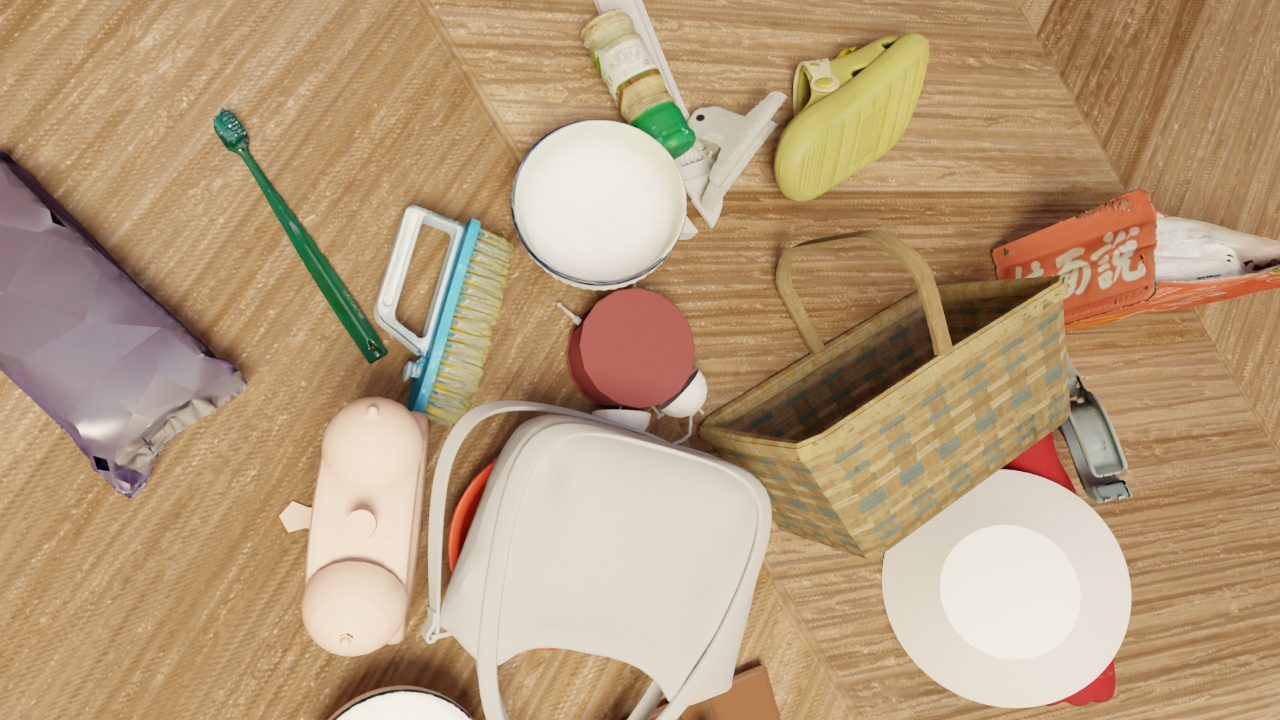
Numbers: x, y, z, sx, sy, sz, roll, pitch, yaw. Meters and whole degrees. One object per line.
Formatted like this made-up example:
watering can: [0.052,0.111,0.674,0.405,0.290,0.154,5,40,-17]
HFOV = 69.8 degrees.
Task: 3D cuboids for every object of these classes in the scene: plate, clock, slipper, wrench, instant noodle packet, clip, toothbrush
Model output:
plate: [0.267,0.167,0.669,0.174,0.036,0.174,-2,82,15]
clock: [-0.004,0.004,0.647,0.087,0.044,0.124,-22,89,-21]
slipper: [0.153,-0.195,0.722,0.082,0.092,0.190,31,56,29]
wrench: [-0.007,-0.222,0.698,0.086,0.018,0.273,-22,87,-21]
instant noodle packet: [0.427,-0.062,0.740,0.220,0.165,0.084,3,78,-18]
clip: [0.066,-0.163,0.689,0.101,0.054,0.057,-54,134,-23]
clock: [-0.162,0.091,0.517,0.086,0.161,0.131,7,79,-17]
toothbrush: [-0.223,-0.081,0.601,0.016,0.017,0.190,-34,93,-20]
clip: [0.342,0.061,0.710,0.028,0.163,0.106,-15,120,17]

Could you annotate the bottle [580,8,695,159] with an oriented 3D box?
bottle: [-0.002,-0.197,0.662,0.043,0.043,0.111,-27,87,-21]

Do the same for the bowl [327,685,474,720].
bowl: [-0.148,0.251,0.549,0.113,0.063,0.113,3,80,-18]

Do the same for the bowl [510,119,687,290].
bowl: [-0.029,-0.100,0.639,0.118,0.062,0.118,1,78,-3]

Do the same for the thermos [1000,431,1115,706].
thermos: [0.314,0.141,0.718,0.073,0.073,0.239,-2,81,-19]

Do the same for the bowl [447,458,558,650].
bowl: [-0.064,0.122,0.607,0.130,0.045,0.130,3,80,-18]

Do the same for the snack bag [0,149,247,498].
snack bag: [-0.337,-0.025,0.532,0.205,0.058,0.096,45,70,-6]

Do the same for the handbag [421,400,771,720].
handbag: [-0.037,0.149,0.561,0.215,0.096,0.222,17,89,-14]

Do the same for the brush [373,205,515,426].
brush: [-0.136,-0.027,0.601,0.075,0.055,0.135,18,76,-20]

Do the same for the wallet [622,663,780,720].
wallet: [0.044,0.272,0.637,0.120,0.013,0.087,-16,88,-18]

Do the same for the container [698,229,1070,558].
container: [0.169,-0.001,0.652,0.249,0.158,0.186,-29,102,-21]
